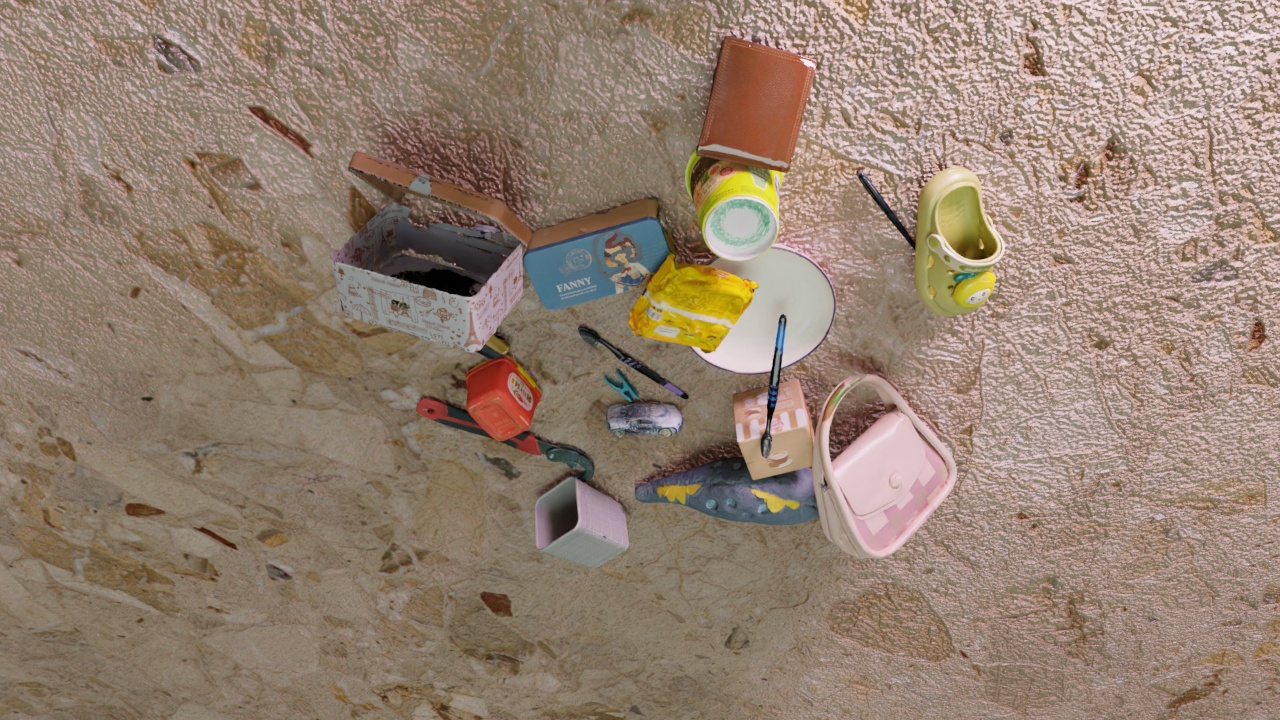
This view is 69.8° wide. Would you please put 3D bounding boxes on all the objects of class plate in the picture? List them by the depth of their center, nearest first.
[{"bbox_3d":[0.142,-0.068,1.130,0.192,0.039,0.193,1,129,1],"label":"plate"}]

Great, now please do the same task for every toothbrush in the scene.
[{"bbox_3d":[0.299,-0.155,1.070,0.018,0.015,0.181,-46,118,-2],"label":"toothbrush"},{"bbox_3d":[0.165,0.034,1.136,0.014,0.016,0.190,7,108,5],"label":"toothbrush"},{"bbox_3d":[-0.007,0.007,1.209,0.189,0.016,0.014,33,122,-24],"label":"toothbrush"}]

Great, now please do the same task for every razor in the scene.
[{"bbox_3d":[-0.232,-0.055,1.147,0.167,0.062,0.067,37,90,-31],"label":"razor"}]

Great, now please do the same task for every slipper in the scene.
[{"bbox_3d":[0.365,-0.124,1.046,0.091,0.081,0.191,-20,123,-4],"label":"slipper"}]

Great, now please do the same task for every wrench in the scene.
[{"bbox_3d":[-0.185,0.110,1.296,0.273,0.016,0.056,25,125,-18],"label":"wrench"}]

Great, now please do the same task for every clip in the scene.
[{"bbox_3d":[-0.024,0.035,1.233,0.040,0.014,0.056,-29,121,23],"label":"clip"}]

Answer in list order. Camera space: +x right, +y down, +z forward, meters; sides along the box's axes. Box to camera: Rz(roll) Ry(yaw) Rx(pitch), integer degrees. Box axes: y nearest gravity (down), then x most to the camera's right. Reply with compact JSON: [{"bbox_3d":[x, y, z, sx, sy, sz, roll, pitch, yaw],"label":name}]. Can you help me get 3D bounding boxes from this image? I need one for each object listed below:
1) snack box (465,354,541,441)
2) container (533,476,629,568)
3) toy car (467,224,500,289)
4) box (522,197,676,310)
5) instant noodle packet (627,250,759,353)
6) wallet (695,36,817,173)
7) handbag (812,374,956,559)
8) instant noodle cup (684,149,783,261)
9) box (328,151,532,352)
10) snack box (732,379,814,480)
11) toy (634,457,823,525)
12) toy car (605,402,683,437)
[{"bbox_3d":[-0.184,0.053,1.208,0.082,0.080,0.091,-25,124,21],"label":"snack box"},{"bbox_3d":[-0.084,0.242,1.346,0.090,0.090,0.114,-35,132,27],"label":"container"},{"bbox_3d":[-0.187,-0.121,1.098,0.043,0.034,0.091,5,130,-6],"label":"toy car"},{"bbox_3d":[-0.052,-0.123,1.077,0.184,0.061,0.090,-17,126,12],"label":"box"},{"bbox_3d":[0.058,-0.066,1.065,0.128,0.044,0.111,14,123,-31],"label":"instant noodle packet"},{"bbox_3d":[0.118,-0.262,0.945,0.101,0.032,0.124,13,95,-5],"label":"wallet"},{"bbox_3d":[0.302,0.124,1.205,0.193,0.093,0.234,-38,114,-22],"label":"handbag"},{"bbox_3d":[0.105,-0.172,0.993,0.112,0.123,0.112,1,128,1],"label":"instant noodle cup"},{"bbox_3d":[-0.220,-0.137,0.985,0.182,0.152,0.178,16,135,12],"label":"box"},{"bbox_3d":[0.180,0.092,1.222,0.093,0.094,0.077,-15,127,12],"label":"snack box"},{"bbox_3d":[0.166,0.188,1.289,0.356,0.091,0.138,5,159,5],"label":"toy"},{"bbox_3d":[0.006,0.078,1.244,0.105,0.048,0.031,0,131,0],"label":"toy car"}]
